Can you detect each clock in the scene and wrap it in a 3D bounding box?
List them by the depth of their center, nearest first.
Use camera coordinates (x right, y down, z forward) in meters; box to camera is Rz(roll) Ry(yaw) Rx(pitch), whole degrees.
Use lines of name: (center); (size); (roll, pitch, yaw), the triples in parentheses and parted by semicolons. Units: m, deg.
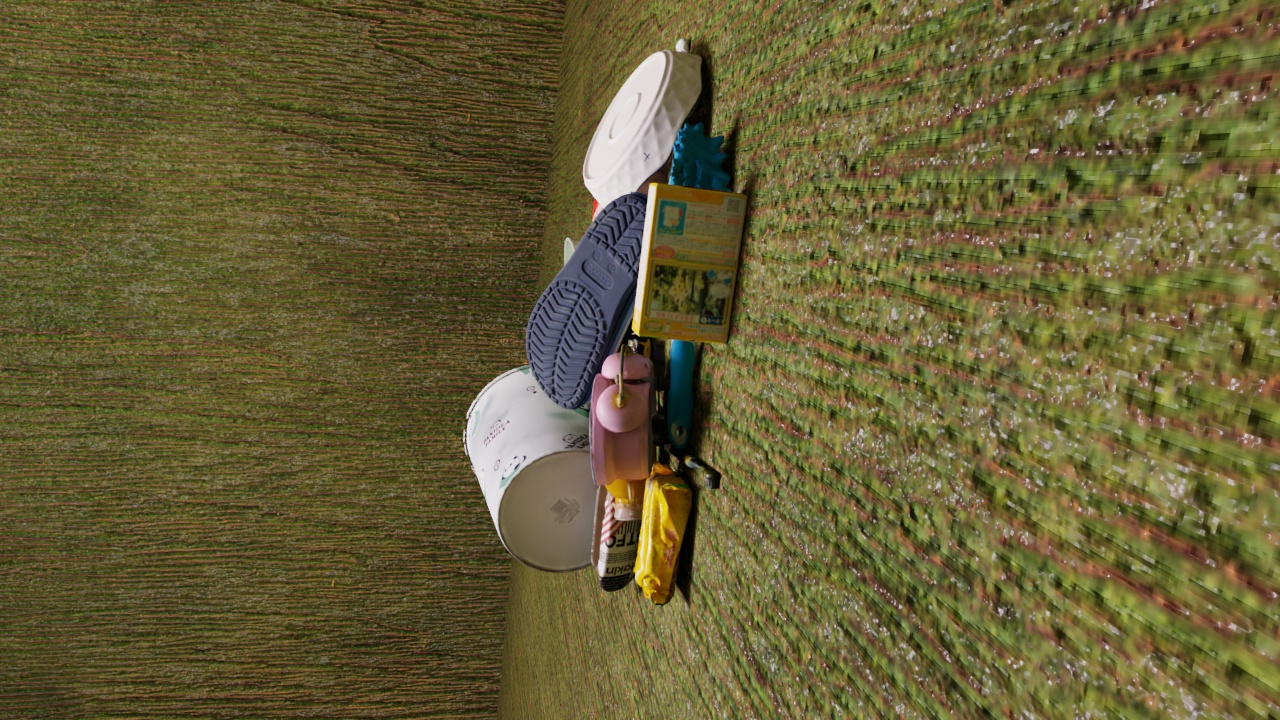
clock: (-0.018, 0.057, 0.949); (0.117, 0.060, 0.159); (-83, -9, -55)

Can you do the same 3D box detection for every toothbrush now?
toothbrush: (0.050, 0.105, 0.931); (0.186, 0.012, 0.017); (-162, 66, -78)
toothbrush: (0.035, -0.374, 1.193); (0.180, 0.016, 0.016); (162, 107, -77)

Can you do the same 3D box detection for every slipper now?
slipper: (-0.040, -0.068, 1.009); (0.105, 0.095, 0.253); (37, 112, 25)

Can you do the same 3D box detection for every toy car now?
toy car: (-0.007, 0.007, 1.178); (0.156, 0.041, 0.071); (-172, 87, -81)

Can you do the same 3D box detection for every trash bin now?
trash bin: (-0.125, 0.155, 1.298); (0.252, 0.229, 0.230); (-126, 42, -64)

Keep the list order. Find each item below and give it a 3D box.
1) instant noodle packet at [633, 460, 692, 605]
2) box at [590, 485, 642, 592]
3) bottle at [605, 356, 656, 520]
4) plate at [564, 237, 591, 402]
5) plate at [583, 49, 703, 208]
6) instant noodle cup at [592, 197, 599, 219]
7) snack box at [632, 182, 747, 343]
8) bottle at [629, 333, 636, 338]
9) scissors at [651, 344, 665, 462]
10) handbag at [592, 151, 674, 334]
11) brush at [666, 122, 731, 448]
instant noodle packet: (0.023, 0.176, 0.958); (0.111, 0.044, 0.128); (-153, 71, -80)
box: (-0.035, 0.202, 1.151); (0.087, 0.076, 0.162); (17, 107, 50)
bottle: (-0.014, 0.090, 1.066); (0.068, 0.068, 0.189); (171, 97, -79)
plate: (-0.073, -0.055, 1.251); (0.230, 0.027, 0.230); (170, 91, -81)
plate: (-0.003, -0.272, 1.065); (0.205, 0.045, 0.204); (-48, 26, 32)
instant noodle cup: (-0.024, -0.225, 1.302); (0.194, 0.066, 0.194); (-175, 91, -79)
snack box: (0.044, -0.089, 0.843); (0.034, 0.087, 0.140); (-133, 48, -74)
bottle: (-0.036, -0.076, 1.316); (0.058, 0.057, 0.174); (106, 164, -46)
scissors: (0.020, 0.054, 1.007); (0.180, 0.014, 0.159); (-83, -6, -76)
handbag: (0.015, -0.164, 1.082); (0.235, 0.093, 0.193); (120, 154, -48)
brush: (0.049, -0.068, 0.918); (0.109, 0.060, 0.314); (147, 124, -83)
